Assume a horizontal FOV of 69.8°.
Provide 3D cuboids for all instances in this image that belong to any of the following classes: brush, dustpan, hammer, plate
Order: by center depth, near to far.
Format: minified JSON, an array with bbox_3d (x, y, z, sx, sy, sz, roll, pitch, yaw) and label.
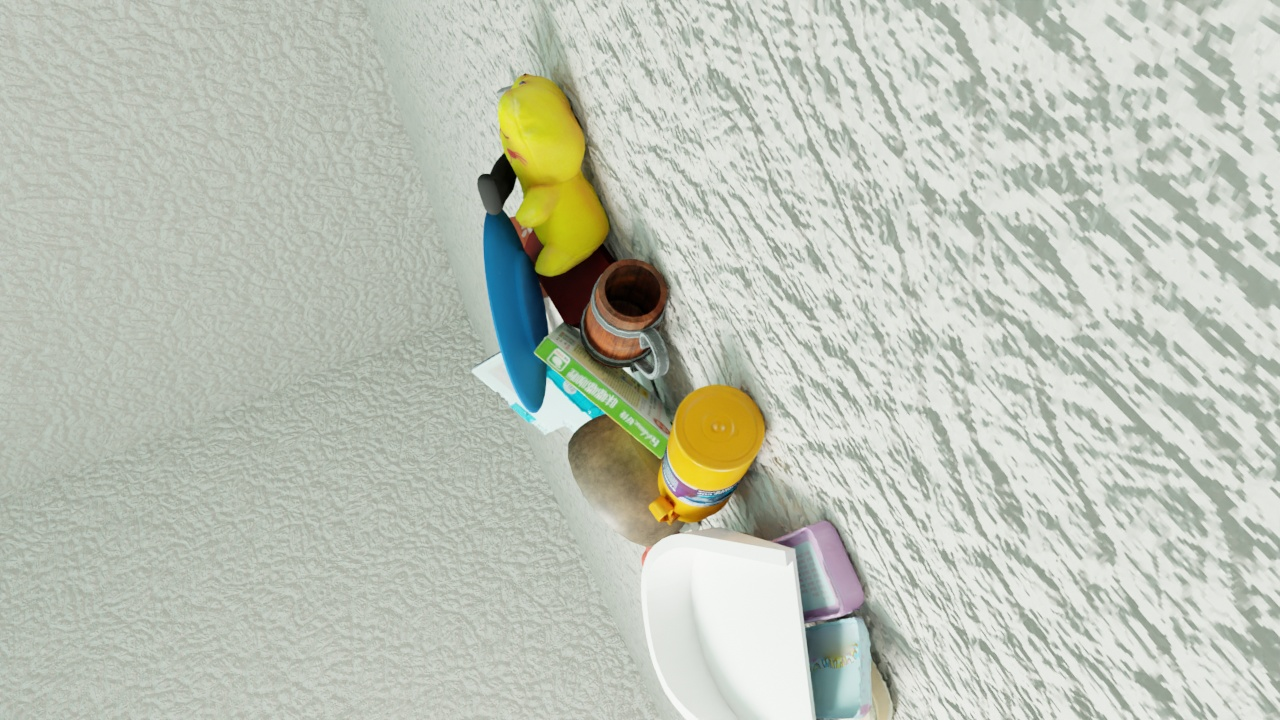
[{"bbox_3d":[0.068,0.252,0.830,0.258,0.053,0.191,170,93,-72],"label":"dustpan"},{"bbox_3d":[-0.122,-0.056,0.978,0.224,0.024,0.224,-9,-92,-85],"label":"plate"},{"bbox_3d":[-0.146,-0.220,1.024,0.323,0.029,0.127,-93,-12,-65],"label":"hammer"},{"bbox_3d":[-0.071,-0.105,1.047,0.041,0.082,0.173,24,-156,-45],"label":"brush"}]

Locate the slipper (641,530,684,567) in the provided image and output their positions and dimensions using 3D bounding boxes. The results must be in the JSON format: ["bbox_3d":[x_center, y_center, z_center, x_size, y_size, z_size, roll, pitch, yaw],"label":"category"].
[{"bbox_3d":[0.057,0.311,1.194,0.103,0.059,0.248,10,-135,-59],"label":"slipper"}]

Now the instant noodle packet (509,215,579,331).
[{"bbox_3d":[-0.092,-0.084,1.222,0.221,0.084,0.164,63,-178,-52],"label":"instant noodle packet"}]

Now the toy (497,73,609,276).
[{"bbox_3d":[-0.090,-0.191,0.944,0.134,0.087,0.194,-85,-17,-63],"label":"toy"}]

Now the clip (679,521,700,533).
[{"bbox_3d":[0.032,0.165,1.174,0.126,0.105,0.151,68,-160,0],"label":"clip"}]

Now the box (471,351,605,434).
[{"bbox_3d":[-0.096,0.049,1.246,0.169,0.086,0.227,4,148,40],"label":"box"}]

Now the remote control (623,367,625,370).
[{"bbox_3d":[-0.030,-0.022,1.163,0.136,0.013,0.043,70,167,-14],"label":"remote control"}]

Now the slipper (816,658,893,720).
[{"bbox_3d":[0.173,0.319,0.832,0.114,0.054,0.273,54,160,31],"label":"slipper"}]

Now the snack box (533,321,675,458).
[{"bbox_3d":[-0.033,0.027,0.975,0.168,0.027,0.132,40,-171,-4],"label":"snack box"}]

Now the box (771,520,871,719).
[{"bbox_3d":[0.129,0.226,0.776,0.215,0.040,0.151,127,138,-65],"label":"box"}]

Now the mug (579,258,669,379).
[{"bbox_3d":[-0.008,-0.031,0.904,0.117,0.081,0.111,64,164,14],"label":"mug"}]

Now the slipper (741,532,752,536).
[{"bbox_3d":[0.098,0.244,0.968,0.093,0.081,0.198,60,142,23],"label":"slipper"}]

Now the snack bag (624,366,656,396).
[{"bbox_3d":[-0.007,0.006,1.107,0.196,0.016,0.070,70,165,-12],"label":"snack bag"}]

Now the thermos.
[{"bbox_3d":[0.050,0.099,0.856,0.233,0.091,0.076,99,159,-68],"label":"thermos"}]

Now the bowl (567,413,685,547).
[{"bbox_3d":[0.000,0.123,1.030,0.162,0.070,0.162,40,-158,-21],"label":"bowl"}]
